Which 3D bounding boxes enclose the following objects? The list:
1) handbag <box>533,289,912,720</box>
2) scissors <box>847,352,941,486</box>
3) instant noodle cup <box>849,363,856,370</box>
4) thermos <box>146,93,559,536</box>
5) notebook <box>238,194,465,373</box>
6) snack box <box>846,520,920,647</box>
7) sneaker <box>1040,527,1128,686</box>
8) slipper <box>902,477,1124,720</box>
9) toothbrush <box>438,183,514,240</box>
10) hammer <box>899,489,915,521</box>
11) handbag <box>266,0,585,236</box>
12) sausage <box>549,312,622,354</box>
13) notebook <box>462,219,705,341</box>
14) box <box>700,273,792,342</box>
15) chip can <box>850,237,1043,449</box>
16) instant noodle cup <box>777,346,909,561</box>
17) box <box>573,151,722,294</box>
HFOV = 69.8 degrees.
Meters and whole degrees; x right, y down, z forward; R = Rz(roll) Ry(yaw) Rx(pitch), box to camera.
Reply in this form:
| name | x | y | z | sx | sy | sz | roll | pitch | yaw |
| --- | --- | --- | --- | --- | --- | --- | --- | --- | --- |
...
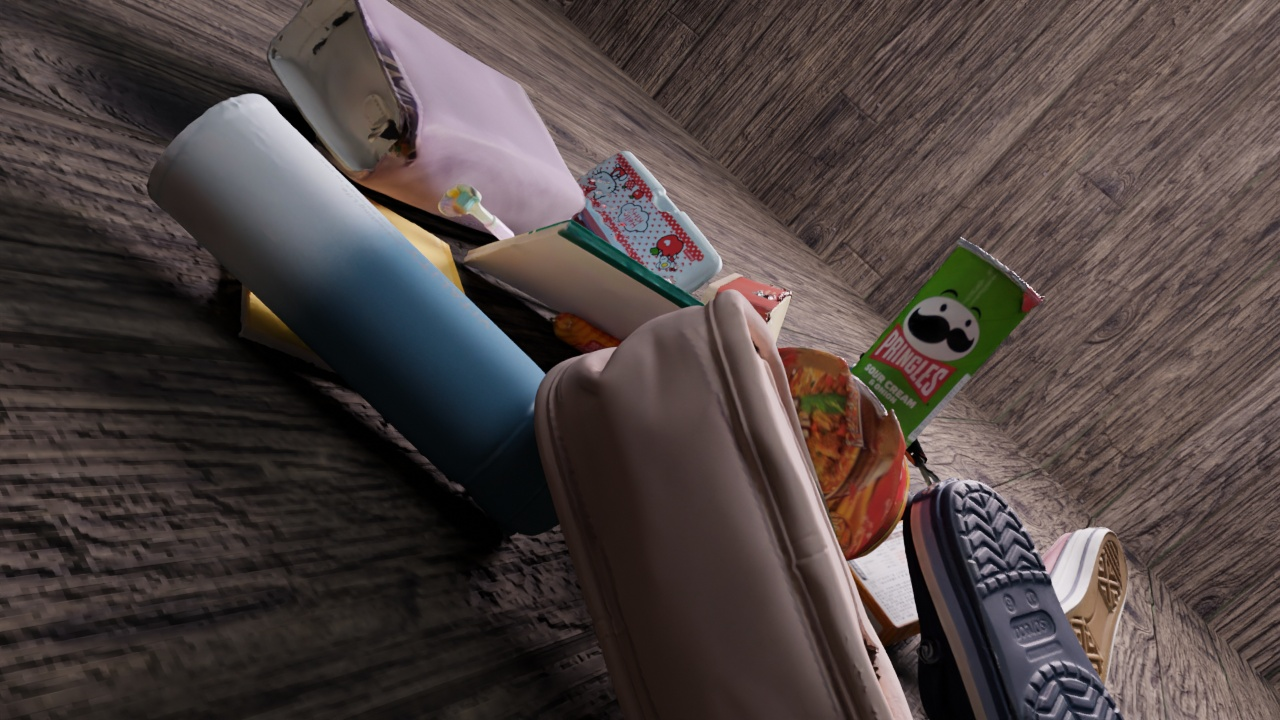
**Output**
| name | x | y | z | sx | sy | sz | roll | pitch | yaw |
| --- | --- | --- | --- | --- | --- | --- | --- | --- | --- |
| handbag | 0.057 | 0.072 | 0.415 | 0.193 | 0.093 | 0.233 | 70 | 19 | 3 |
| scissors | 0.248 | 0.068 | 0.859 | 0.233 | 0.021 | 0.221 | 56 | -1 | 45 |
| instant noodle cup | 0.165 | 0.064 | 0.759 | 0.099 | 0.110 | 0.099 | 36 | 18 | -14 |
| thermos | -0.104 | -0.015 | 0.395 | 0.220 | 0.070 | 0.070 | 44 | 16 | -5 |
| notebook | -0.149 | -0.045 | 0.503 | 0.145 | 0.010 | 0.206 | 29 | 21 | -37 |
| snack box | 0.209 | 0.151 | 0.665 | 0.153 | 0.026 | 0.075 | -8 | 46 | -31 |
| sneaker | 0.312 | 0.212 | 0.726 | 0.240 | 0.088 | 0.118 | -34 | 103 | -45 |
| slipper | 0.211 | 0.197 | 0.543 | 0.105 | 0.095 | 0.252 | -6 | 70 | -38 |
| toothbrush | -0.074 | -0.067 | 0.658 | 0.189 | 0.029 | 0.020 | 41 | 31 | -50 |
| hammer | 0.229 | 0.120 | 0.851 | 0.300 | 0.033 | 0.128 | 46 | 25 | 23 |
| handbag | -0.144 | -0.162 | 0.653 | 0.145 | 0.099 | 0.196 | 53 | 19 | 22 |
| sausage | -0.004 | 0.004 | 0.684 | 0.165 | 0.021 | 0.021 | 30 | 20 | -34 |
| notebook | -0.002 | -0.030 | 0.623 | 0.209 | 0.012 | 0.151 | 29 | -16 | -29 |
| box | 0.096 | -0.022 | 0.831 | 0.077 | 0.091 | 0.168 | 20 | 14 | 11 |
| chip can | 0.183 | 0.026 | 0.667 | 0.072 | 0.236 | 0.072 | 36 | 12 | -9 |
| instant noodle cup | 0.106 | 0.072 | 0.586 | 0.138 | 0.138 | 0.108 | 51 | 10 | 29 |
| box | 0.006 | -0.118 | 0.881 | 0.095 | 0.100 | 0.201 | 21 | 27 | -48 |
